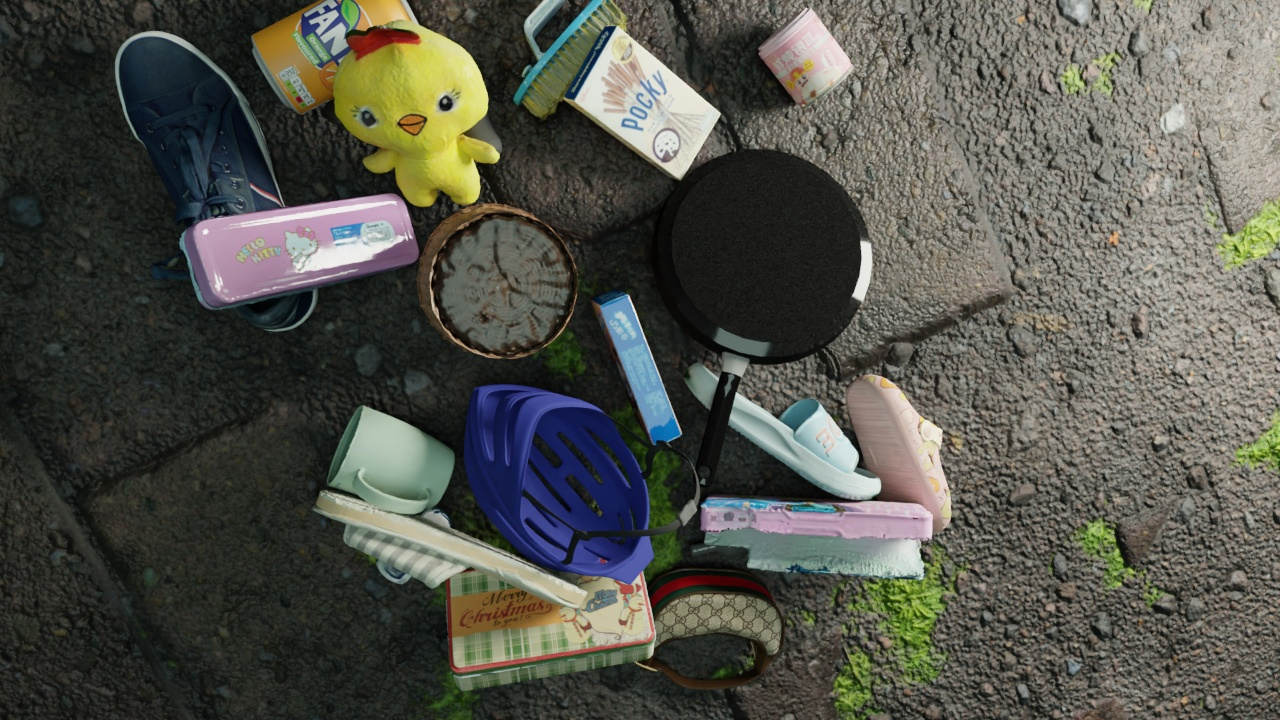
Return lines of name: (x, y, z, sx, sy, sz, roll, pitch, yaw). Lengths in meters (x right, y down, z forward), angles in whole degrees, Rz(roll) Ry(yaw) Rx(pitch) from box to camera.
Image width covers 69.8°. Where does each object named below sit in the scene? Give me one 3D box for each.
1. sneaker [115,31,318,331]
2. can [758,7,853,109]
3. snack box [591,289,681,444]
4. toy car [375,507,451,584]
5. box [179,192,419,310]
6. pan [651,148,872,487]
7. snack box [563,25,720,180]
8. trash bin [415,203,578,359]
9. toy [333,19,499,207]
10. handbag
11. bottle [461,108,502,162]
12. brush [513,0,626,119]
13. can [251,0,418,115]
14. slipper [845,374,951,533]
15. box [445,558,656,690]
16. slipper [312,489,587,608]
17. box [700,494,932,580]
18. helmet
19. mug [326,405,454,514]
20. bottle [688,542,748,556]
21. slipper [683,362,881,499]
sneaker: (-0.393, -0.159, 0.827, 0.120, 0.127, 0.294, -25, 99, -7)
can: (0.166, -0.305, 0.927, 0.067, 0.067, 0.076, -42, 102, -2)
snack box: (-0.006, 0.005, 0.929, 0.034, 0.087, 0.151, -22, 101, -5)
toy car: (-0.233, 0.192, 0.948, 0.038, 0.027, 0.090, 43, 89, -10)
box: (-0.302, -0.102, 0.832, 0.213, 0.036, 0.076, -22, 98, -46)
pan: (0.107, -0.047, 0.914, 0.225, 0.034, 0.355, 16, 77, -2)
snack box: (0.004, -0.249, 0.898, 0.150, 0.026, 0.082, 28, 94, -37)
trash bin: (-0.133, -0.069, 0.836, 0.151, 0.210, 0.151, -1, 97, -9)
toy: (-0.201, -0.220, 0.832, 0.134, 0.092, 0.208, -7, 135, 0)
handbag: (0.070, 0.298, 0.999, 0.166, 0.063, 0.138, 5, 106, -10)
bottle: (-0.169, -0.249, 0.894, 0.036, 0.036, 0.110, -22, 100, -6)
brush: (-0.081, -0.305, 0.892, 0.075, 0.055, 0.136, 41, 90, -2)
can: (-0.278, -0.293, 0.848, 0.142, 0.079, 0.079, -29, 101, -5)
slipper: (0.293, 0.093, 0.993, 0.081, 0.093, 0.197, -33, 109, -25)
box: (-0.092, 0.260, 0.935, 0.205, 0.117, 0.050, -7, 135, -7)
slipper: (-0.183, 0.189, 0.882, 0.272, 0.114, 0.054, 21, 86, -6)
box: (0.179, 0.183, 0.950, 0.230, 0.084, 0.077, 1, 88, 10)
helmet: (-0.054, 0.110, 0.870, 0.147, 0.228, 0.241, -44, 105, -34)
mug: (-0.241, 0.108, 0.893, 0.104, 0.111, 0.084, 25, 109, -21)
bottle: (0.108, 0.196, 1.003, 0.113, 0.030, 0.030, -11, 99, -8)
slipper: (0.156, 0.067, 0.960, 0.245, 0.104, 0.074, 33, 94, -7)
